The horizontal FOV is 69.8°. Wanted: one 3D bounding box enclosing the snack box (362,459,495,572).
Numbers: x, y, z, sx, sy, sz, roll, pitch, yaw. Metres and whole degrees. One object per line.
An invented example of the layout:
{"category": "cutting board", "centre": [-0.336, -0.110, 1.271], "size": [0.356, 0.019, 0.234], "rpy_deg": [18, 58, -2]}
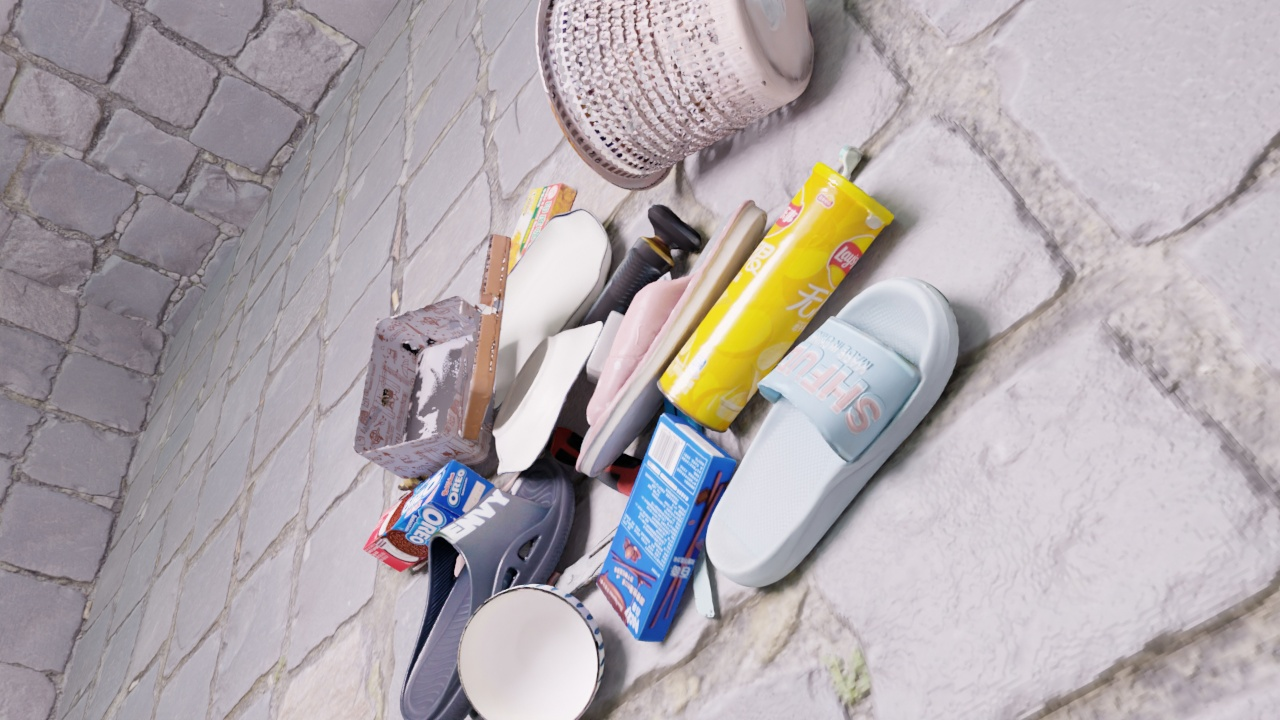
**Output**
{"category": "snack box", "centre": [-0.233, 0.172, 1.000], "size": [0.208, 0.057, 0.058], "rpy_deg": [-35, 24, 47]}

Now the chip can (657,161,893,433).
{"category": "chip can", "centre": [0.101, -0.047, 0.712], "size": [0.214, 0.072, 0.072], "rpy_deg": [-53, 33, 14]}

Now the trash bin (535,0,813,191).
{"category": "trash bin", "centre": [0.045, -0.293, 0.862], "size": [0.193, 0.227, 0.227], "rpy_deg": [-10, 59, 37]}

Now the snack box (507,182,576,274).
{"category": "snack box", "centre": [-0.136, -0.146, 1.154], "size": [0.077, 0.027, 0.155], "rpy_deg": [4, 70, 54]}

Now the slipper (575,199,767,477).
{"category": "slipper", "centre": [0.017, -0.023, 0.783], "size": [0.054, 0.114, 0.274], "rpy_deg": [34, 93, 13]}

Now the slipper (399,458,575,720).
{"category": "slipper", "centre": [-0.148, 0.195, 0.815], "size": [0.111, 0.083, 0.267], "rpy_deg": [-4, 53, 50]}

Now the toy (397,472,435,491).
{"category": "toy", "centre": [-0.228, 0.089, 1.079], "size": [0.105, 0.066, 0.156], "rpy_deg": [-9, 44, 44]}

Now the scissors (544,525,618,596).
{"category": "scissors", "centre": [-0.075, 0.196, 0.817], "size": [0.197, 0.015, 0.205], "rpy_deg": [4, 63, 53]}

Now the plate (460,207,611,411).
{"category": "plate", "centre": [-0.118, -0.051, 1.044], "size": [0.266, 0.034, 0.162], "rpy_deg": [-52, 39, 14]}

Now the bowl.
{"category": "bowl", "centre": [-0.083, 0.238, 0.746], "size": [0.116, 0.116, 0.066], "rpy_deg": [-62, -11, 1]}

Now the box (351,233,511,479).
{"category": "box", "centre": [-0.194, 0.006, 0.964], "size": [0.275, 0.125, 0.178], "rpy_deg": [-32, 46, 44]}

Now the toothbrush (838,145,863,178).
{"category": "toothbrush", "centre": [0.125, -0.094, 0.763], "size": [0.020, 0.029, 0.190], "rpy_deg": [36, 101, 16]}

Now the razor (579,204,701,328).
{"category": "razor", "centre": [-0.006, -0.080, 0.912], "size": [0.168, 0.062, 0.067], "rpy_deg": [-50, 4, 28]}

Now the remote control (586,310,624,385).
{"category": "remote control", "centre": [-0.031, -0.008, 0.854], "size": [0.135, 0.019, 0.056], "rpy_deg": [117, 178, -82]}

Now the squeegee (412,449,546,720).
{"category": "squeegee", "centre": [-0.171, 0.240, 0.914], "size": [0.248, 0.040, 0.249], "rpy_deg": [-42, 39, 27]}

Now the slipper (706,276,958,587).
{"category": "slipper", "centre": [0.114, 0.044, 0.626], "size": [0.246, 0.074, 0.104], "rpy_deg": [-57, 32, 11]}

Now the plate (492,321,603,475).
{"category": "plate", "centre": [-0.103, 0.032, 0.896], "size": [0.163, 0.034, 0.165], "rpy_deg": [-65, 16, -18]}

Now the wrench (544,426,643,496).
{"category": "wrench", "centre": [-0.060, 0.084, 0.887], "size": [0.056, 0.016, 0.274], "rpy_deg": [-54, 32, -9]}

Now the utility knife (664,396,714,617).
{"category": "utility knife", "centre": [0.042, 0.105, 0.735], "size": [0.034, 0.018, 0.215], "rpy_deg": [-37, 42, 33]}

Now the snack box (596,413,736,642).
{"category": "snack box", "centre": [0.017, 0.129, 0.717], "size": [0.084, 0.026, 0.157], "rpy_deg": [37, 109, 59]}
